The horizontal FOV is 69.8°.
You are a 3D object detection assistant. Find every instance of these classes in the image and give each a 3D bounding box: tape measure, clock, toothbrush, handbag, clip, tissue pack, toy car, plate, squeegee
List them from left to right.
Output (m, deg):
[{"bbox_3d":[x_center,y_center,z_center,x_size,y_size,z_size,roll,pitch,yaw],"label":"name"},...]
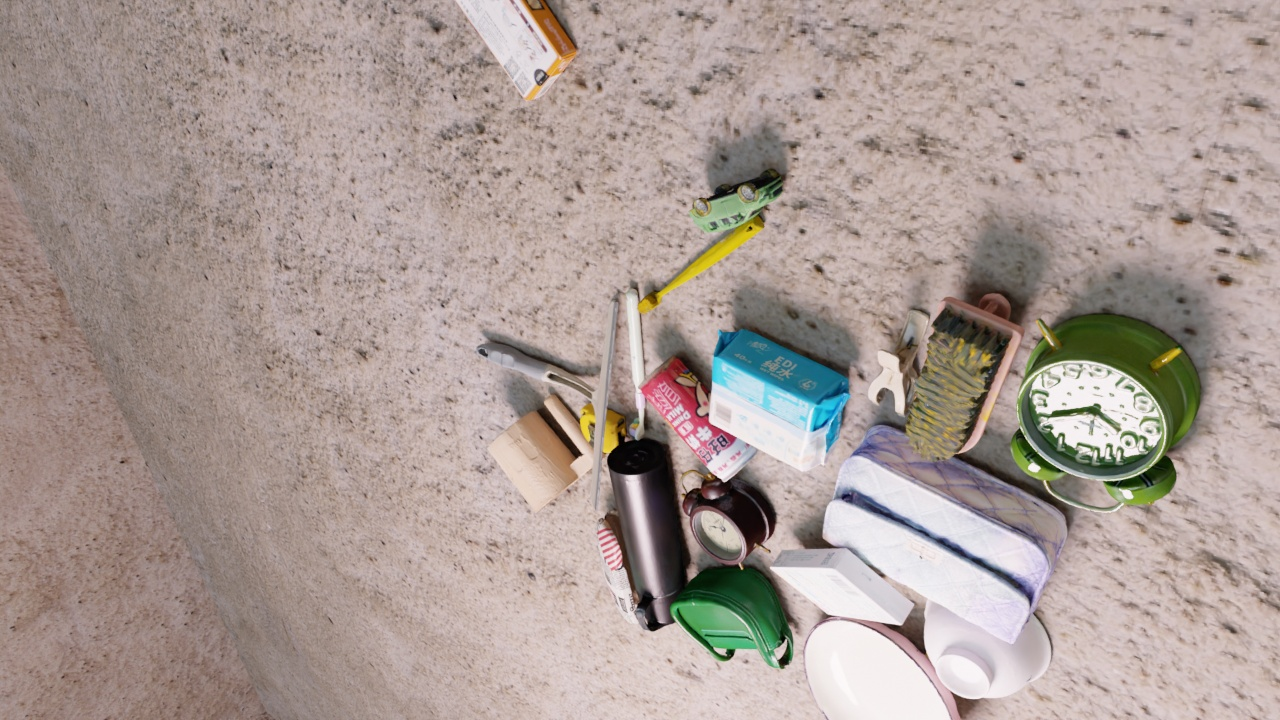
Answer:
[{"bbox_3d":[-0.110,0.019,1.094,0.247,0.039,0.247,22,114,41],"label":"squeegee"},{"bbox_3d":[-0.046,0.083,1.087,0.060,0.028,0.057,23,133,31],"label":"tape measure"},{"bbox_3d":[-0.006,0.006,0.998,0.020,0.029,0.190,-4,124,-2],"label":"toothbrush"},{"bbox_3d":[0.052,-0.087,0.873,0.015,0.016,0.191,54,141,-3],"label":"toothbrush"},{"bbox_3d":[0.090,0.166,0.997,0.122,0.055,0.082,50,141,6],"label":"clock"},{"bbox_3d":[0.108,0.305,1.073,0.132,0.067,0.120,-21,104,50],"label":"handbag"},{"bbox_3d":[0.083,-0.136,0.787,0.091,0.043,0.036,-14,106,50],"label":"toy car"},{"bbox_3d":[0.126,0.034,0.856,0.140,0.063,0.090,27,136,29],"label":"tissue pack"},{"bbox_3d":[0.258,0.351,0.969,0.192,0.038,0.193,30,132,39],"label":"plate"},{"bbox_3d":[0.215,0.011,0.769,0.034,0.060,0.097,29,146,26],"label":"clip"},{"bbox_3d":[0.259,0.151,0.806,0.194,0.075,0.134,27,137,29],"label":"handbag"},{"bbox_3d":[0.333,0.045,0.669,0.116,0.056,0.161,17,129,37],"label":"clock"}]

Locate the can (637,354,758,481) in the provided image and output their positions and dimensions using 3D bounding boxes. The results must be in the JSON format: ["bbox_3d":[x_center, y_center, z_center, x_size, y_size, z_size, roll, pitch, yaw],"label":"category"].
[{"bbox_3d":[0.060,0.060,0.947,0.132,0.053,0.053,48,141,5],"label":"can"}]

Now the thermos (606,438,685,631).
[{"bbox_3d":[0.010,0.216,1.086,0.068,0.089,0.243,4,122,23],"label":"thermos"}]

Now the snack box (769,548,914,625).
[{"bbox_3d":[0.194,0.221,0.905,0.084,0.026,0.157,39,163,-3],"label":"snack box"}]

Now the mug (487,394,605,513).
[{"bbox_3d":[-0.118,0.115,1.151,0.125,0.084,0.103,-42,85,27],"label":"mug"}]

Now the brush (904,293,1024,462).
[{"bbox_3d":[0.251,0.018,0.718,0.063,0.072,0.146,28,139,28],"label":"brush"}]

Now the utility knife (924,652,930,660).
[{"bbox_3d":[0.298,0.340,0.955,0.031,0.019,0.178,26,135,23],"label":"utility knife"}]

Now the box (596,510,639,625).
[{"bbox_3d":[-0.030,0.270,1.175,0.075,0.077,0.164,20,134,41],"label":"box"}]

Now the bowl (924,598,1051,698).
[{"bbox_3d":[0.310,0.272,0.851,0.118,0.064,0.118,21,128,30],"label":"bowl"}]

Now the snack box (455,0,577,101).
[{"bbox_3d":[-0.127,-0.328,0.859,0.153,0.026,0.075,55,141,-3],"label":"snack box"}]
